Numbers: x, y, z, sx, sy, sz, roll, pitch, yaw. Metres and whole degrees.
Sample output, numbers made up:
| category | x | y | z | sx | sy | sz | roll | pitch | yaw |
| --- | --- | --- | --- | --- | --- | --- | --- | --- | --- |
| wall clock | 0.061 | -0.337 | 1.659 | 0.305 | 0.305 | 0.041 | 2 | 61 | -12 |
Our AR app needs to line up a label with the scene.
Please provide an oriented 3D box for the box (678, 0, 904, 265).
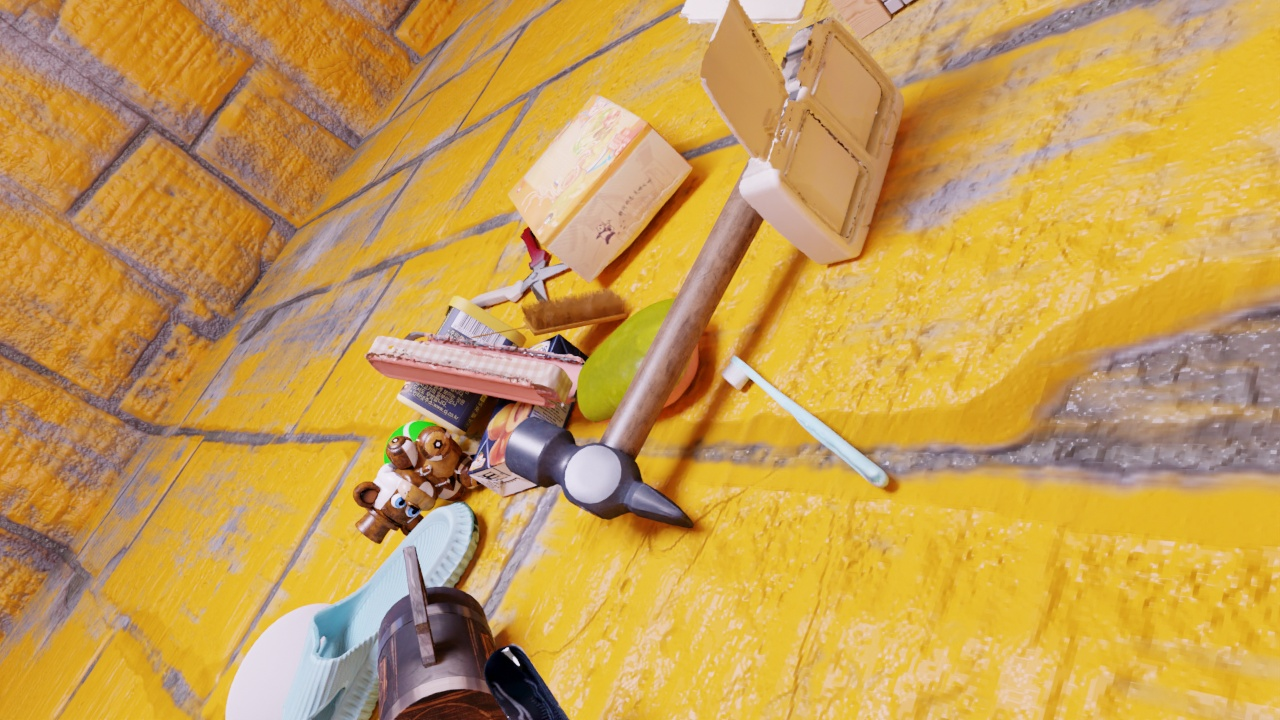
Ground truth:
| category | x | y | z | sx | sy | sz | roll | pitch | yaw |
| --- | --- | --- | --- | --- | --- | --- | --- | --- | --- |
| box | 0.105 | -0.165 | 0.573 | 0.081 | 0.180 | 0.143 | -9 | 56 | 50 |

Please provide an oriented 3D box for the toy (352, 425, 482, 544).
| category | x | y | z | sx | sy | sz | roll | pitch | yaw |
| --- | --- | --- | --- | --- | --- | --- | --- | --- | --- |
| toy | -0.195 | 0.108 | 0.787 | 0.112 | 0.087 | 0.067 | -51 | 37 | -8 |

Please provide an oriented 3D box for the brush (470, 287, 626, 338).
| category | x | y | z | sx | sy | sz | roll | pitch | yaw |
| --- | --- | --- | --- | --- | --- | --- | --- | --- | --- |
| brush | -0.078 | -0.039 | 0.783 | 0.126 | 0.017 | 0.048 | -12 | 23 | -16 |

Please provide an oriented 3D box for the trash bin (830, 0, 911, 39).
| category | x | y | z | sx | sy | sz | roll | pitch | yaw |
| --- | --- | --- | --- | --- | --- | --- | --- | --- | --- |
| trash bin | 0.238 | -0.406 | 0.707 | 0.248 | 0.142 | 0.142 | -25 | 37 | 39 |

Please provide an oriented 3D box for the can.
| category | x | y | z | sx | sy | sz | roll | pitch | yaw |
| --- | --- | --- | --- | --- | --- | --- | --- | --- | --- |
| can | -0.170 | 0.008 | 0.855 | 0.104 | 0.075 | 0.135 | -60 | 11 | -9 |

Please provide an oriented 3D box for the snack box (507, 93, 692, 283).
| category | x | y | z | sx | sy | sz | roll | pitch | yaw |
| --- | --- | --- | --- | --- | --- | --- | --- | --- | --- |
| snack box | -0.041 | -0.171 | 0.902 | 0.145 | 0.080 | 0.195 | -48 | 28 | 7 |

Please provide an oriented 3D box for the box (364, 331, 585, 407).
| category | x | y | z | sx | sy | sz | roll | pitch | yaw |
| --- | --- | --- | --- | --- | --- | --- | --- | --- | --- |
| box | -0.130 | 0.002 | 0.732 | 0.187 | 0.057 | 0.067 | 8 | 41 | 25 |

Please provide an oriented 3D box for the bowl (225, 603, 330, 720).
| category | x | y | z | sx | sy | sz | roll | pitch | yaw |
| --- | --- | --- | --- | --- | --- | --- | --- | --- | --- |
| bowl | -0.330 | 0.282 | 0.826 | 0.150 | 0.043 | 0.149 | -36 | 31 | 26 |

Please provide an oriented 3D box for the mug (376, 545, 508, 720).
| category | x | y | z | sx | sy | sz | roll | pitch | yaw |
| --- | --- | --- | --- | --- | --- | --- | --- | --- | --- |
| mug | -0.128 | 0.189 | 0.575 | 0.080 | 0.116 | 0.107 | -13 | 24 | -13 |

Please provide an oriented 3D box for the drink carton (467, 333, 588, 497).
| category | x | y | z | sx | sy | sz | roll | pitch | yaw |
| --- | --- | --- | --- | --- | --- | --- | --- | --- | --- |
| drink carton | -0.090 | 0.044 | 0.762 | 0.064 | 0.040 | 0.129 | -21 | 39 | 42 |

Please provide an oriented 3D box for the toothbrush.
| category | x | y | z | sx | sy | sz | roll | pitch | yaw |
| --- | --- | --- | --- | --- | --- | --- | --- | --- | --- |
| toothbrush | 0.091 | 0.033 | 0.536 | 0.016 | 0.016 | 0.180 | -47 | 27 | 0 |

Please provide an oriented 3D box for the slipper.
| category | x | y | z | sx | sy | sz | roll | pitch | yaw |
| --- | --- | --- | --- | --- | --- | --- | --- | --- | --- |
| slipper | -0.228 | 0.222 | 0.725 | 0.276 | 0.069 | 0.116 | -56 | 25 | -11 |

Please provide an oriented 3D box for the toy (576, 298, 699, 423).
| category | x | y | z | sx | sy | sz | roll | pitch | yaw |
| --- | --- | --- | --- | --- | --- | --- | --- | --- | --- |
| toy | -0.004 | 0.004 | 0.667 | 0.110 | 0.051 | 0.089 | -28 | 43 | 30 |

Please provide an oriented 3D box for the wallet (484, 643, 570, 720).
| category | x | y | z | sx | sy | sz | roll | pitch | yaw |
| --- | --- | --- | --- | --- | --- | --- | --- | --- | --- |
| wallet | -0.032 | 0.196 | 0.445 | 0.026 | 0.089 | 0.115 | -38 | 24 | -15 |

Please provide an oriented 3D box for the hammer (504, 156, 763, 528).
| category | x | y | z | sx | sy | sz | roll | pitch | yaw |
| --- | --- | --- | --- | --- | --- | --- | --- | --- | --- |
| hammer | 0.041 | -0.044 | 0.607 | 0.129 | 0.040 | 0.321 | 21 | 75 | 27 |

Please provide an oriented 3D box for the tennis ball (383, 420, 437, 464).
| category | x | y | z | sx | sy | sz | roll | pitch | yaw |
| --- | --- | --- | --- | --- | --- | --- | --- | --- | --- |
| tennis ball | -0.204 | 0.088 | 0.848 | 0.065 | 0.065 | 0.065 | -36 | 31 | 26 |

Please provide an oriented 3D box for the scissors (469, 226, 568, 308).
| category | x | y | z | sx | sy | sz | roll | pitch | yaw |
| --- | --- | --- | --- | --- | --- | --- | --- | --- | --- |
| scissors | -0.134 | -0.093 | 1.016 | 0.180 | 0.015 | 0.198 | -35 | 32 | 25 |
